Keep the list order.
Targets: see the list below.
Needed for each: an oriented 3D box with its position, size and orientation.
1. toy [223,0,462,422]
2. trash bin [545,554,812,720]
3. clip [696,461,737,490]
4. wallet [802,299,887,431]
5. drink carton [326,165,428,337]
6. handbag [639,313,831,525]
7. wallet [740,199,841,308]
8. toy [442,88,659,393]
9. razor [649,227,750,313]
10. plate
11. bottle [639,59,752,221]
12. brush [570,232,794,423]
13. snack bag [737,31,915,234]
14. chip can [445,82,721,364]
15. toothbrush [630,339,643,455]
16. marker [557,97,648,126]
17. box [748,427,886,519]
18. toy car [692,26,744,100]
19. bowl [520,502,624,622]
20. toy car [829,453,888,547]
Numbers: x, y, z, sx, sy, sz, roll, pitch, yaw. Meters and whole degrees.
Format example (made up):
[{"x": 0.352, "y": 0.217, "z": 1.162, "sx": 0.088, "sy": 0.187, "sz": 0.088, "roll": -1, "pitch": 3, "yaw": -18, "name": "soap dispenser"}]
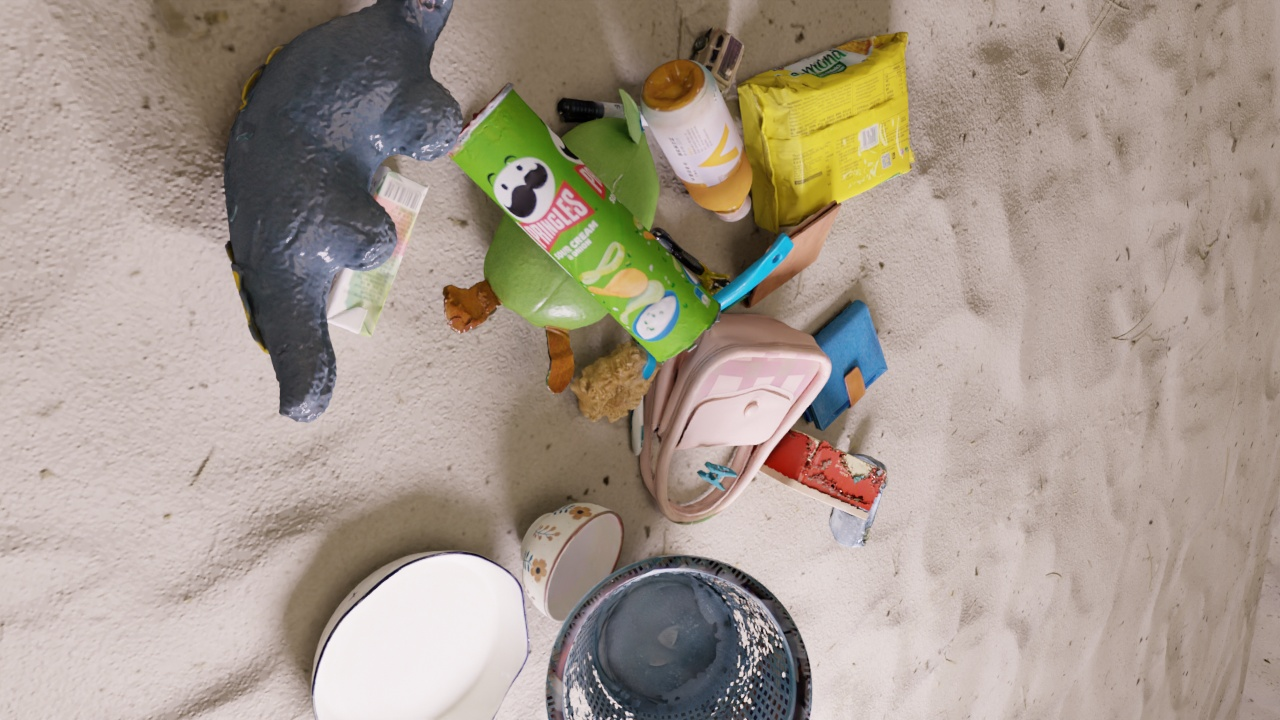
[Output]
[{"x": -0.204, "y": -0.142, "z": 0.614, "sx": 0.091, "sy": 0.138, "sz": 0.356, "roll": 39, "pitch": 69, "yaw": -71, "name": "toy"}, {"x": 0.028, "y": 0.286, "z": 0.864, "sx": 0.226, "sy": 0.195, "sz": 0.226, "roll": 0, "pitch": 85, "yaw": -3, "name": "trash bin"}, {"x": 0.078, "y": 0.118, "z": 0.943, "sx": 0.041, "sy": 0.014, "sz": 0.056, "roll": -50, "pitch": 142, "yaw": 8, "name": "clip"}, {"x": 0.235, "y": 0.007, "z": 1.091, "sx": 0.132, "sy": 0.040, "sz": 0.106, "roll": -38, "pitch": 121, "yaw": -23, "name": "wallet"}, {"x": -0.206, "y": -0.083, "z": 0.682, "sx": 0.045, "sy": 0.053, "sz": 0.122, "roll": 23, "pitch": 88, "yaw": -40, "name": "drink carton"}, {"x": 0.083, "y": 0.067, "z": 0.964, "sx": 0.193, "sy": 0.093, "sz": 0.234, "roll": 2, "pitch": 114, "yaw": -41, "name": "handbag"}, {"x": 0.155, "y": -0.109, "z": 0.950, "sx": 0.101, "sy": 0.020, "sz": 0.115, "roll": -36, "pitch": 164, "yaw": -22, "name": "wallet"}, {"x": -0.060, "y": -0.103, "z": 0.774, "sx": 0.227, "sy": 0.090, "sz": 0.246, "roll": 37, "pitch": 76, "yaw": -29, "name": "toy"}, {"x": 0.053, "y": -0.094, "z": 0.915, "sx": 0.043, "sy": 0.022, "sz": 0.142, "roll": -37, "pitch": 134, "yaw": 20, "name": "razor"}, {"x": -0.193, "y": 0.259, "z": 0.809, "sx": 0.204, "sy": 0.046, "sz": 0.205, "roll": -13, "pitch": 111, "yaw": -37, "name": "plate"}, {"x": 0.060, "y": -0.192, "z": 0.842, "sx": 0.068, "sy": 0.068, "sz": 0.189, "roll": -58, "pitch": 149, "yaw": -10, "name": "bottle"}, {"x": 0.037, "y": -0.027, "z": 0.838, "sx": 0.255, "sy": 0.046, "sz": 0.083, "roll": -38, "pitch": 150, "yaw": 13, "name": "brush"}, {"x": 0.207, "y": -0.241, "z": 0.966, "sx": 0.245, "sy": 0.068, "sz": 0.158, "roll": -29, "pitch": 121, "yaw": -31, "name": "snack bag"}, {"x": -0.040, "y": -0.098, "z": 0.696, "sx": 0.236, "sy": 0.072, "sz": 0.072, "roll": 44, "pitch": 74, "yaw": -19, "name": "chip can"}, {"x": -0.005, "y": 0.005, "z": 0.903, "sx": 0.018, "sy": 0.016, "sz": 0.192, "roll": -8, "pitch": 109, "yaw": -27, "name": "toothbrush"}, {"x": -0.016, "y": -0.218, "z": 0.819, "sx": 0.130, "sy": 0.018, "sz": 0.022, "roll": -5, "pitch": 91, "yaw": -38, "name": "marker"}, {"x": 0.212, "y": 0.120, "z": 1.070, "sx": 0.168, "sy": 0.091, "sz": 0.079, "roll": 25, "pitch": 91, "yaw": -42, "name": "box"}, {"x": 0.065, "y": -0.265, "z": 0.862, "sx": 0.042, "sy": 0.035, "sz": 0.090, "roll": 22, "pitch": 92, "yaw": -41, "name": "toy car"}, {"x": -0.072, "y": 0.181, "z": 0.864, "sx": 0.113, "sy": 0.062, "sz": 0.114, "roll": -35, "pitch": 137, "yaw": -41, "name": "bowl"}, {"x": 0.274, "y": 0.178, "z": 1.166, "sx": 0.036, "sy": 0.054, "sz": 0.121, "roll": 5, "pitch": 102, "yaw": -44, "name": "toy car"}]
